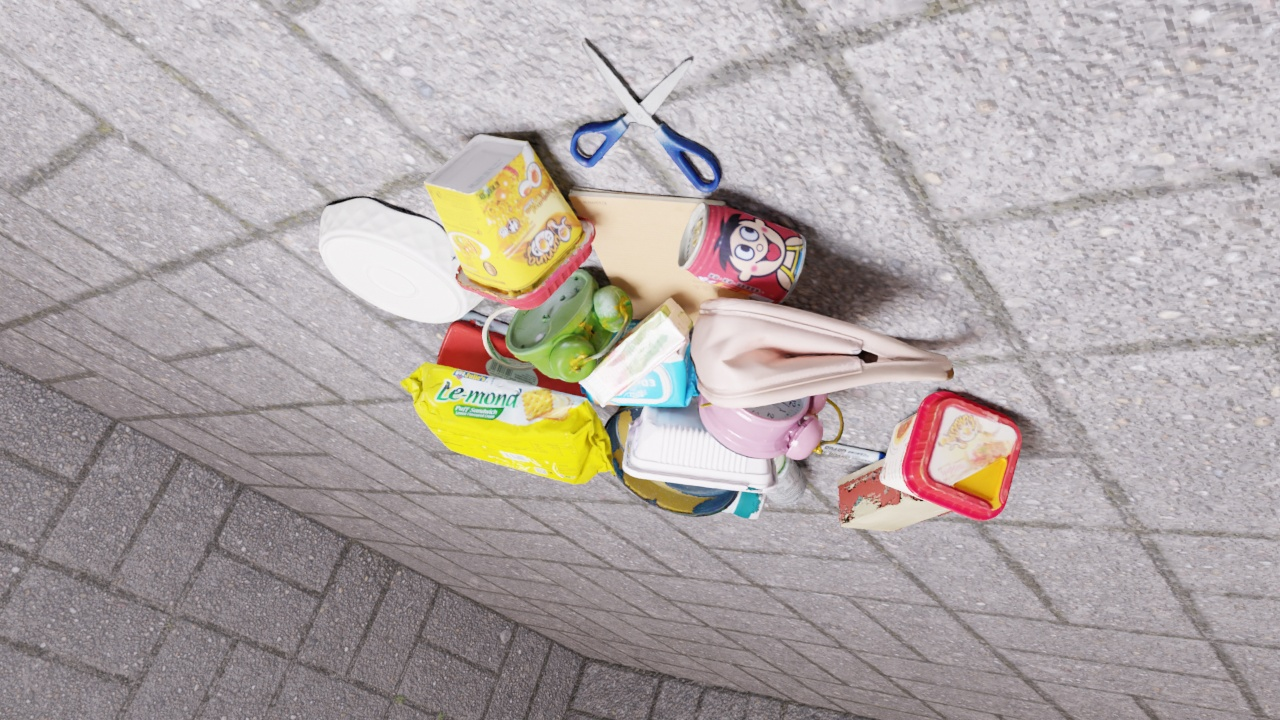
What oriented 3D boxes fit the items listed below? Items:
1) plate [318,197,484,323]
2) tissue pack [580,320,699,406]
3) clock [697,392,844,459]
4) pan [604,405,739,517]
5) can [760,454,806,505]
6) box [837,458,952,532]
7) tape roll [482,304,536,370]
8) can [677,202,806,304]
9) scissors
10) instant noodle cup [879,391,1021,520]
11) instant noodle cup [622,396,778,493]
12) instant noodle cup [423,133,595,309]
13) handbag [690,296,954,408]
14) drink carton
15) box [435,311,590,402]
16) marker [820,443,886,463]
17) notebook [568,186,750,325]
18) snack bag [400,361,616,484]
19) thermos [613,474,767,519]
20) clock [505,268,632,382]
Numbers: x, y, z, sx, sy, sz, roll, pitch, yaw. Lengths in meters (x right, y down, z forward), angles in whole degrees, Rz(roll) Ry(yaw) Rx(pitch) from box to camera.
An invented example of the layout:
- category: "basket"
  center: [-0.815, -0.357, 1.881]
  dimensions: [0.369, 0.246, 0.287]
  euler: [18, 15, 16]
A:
- category: "plate"
  center: [-0.279, -0.106, 1.062]
  dimensions: [0.205, 0.045, 0.205]
  euler: [16, 154, 8]
- category: "tissue pack"
  center: [-0.006, 0.006, 1.026]
  dimensions: [0.140, 0.063, 0.090]
  euler: [2, 132, 14]
- category: "clock"
  center: [0.143, 0.049, 0.989]
  dimensions: [0.158, 0.117, 0.060]
  euler: [20, 136, -3]
- category: "pan"
  center: [0.016, 0.072, 1.164]
  dimensions: [0.198, 0.078, 0.358]
  euler: [2, 128, 28]
- category: "can"
  center: [0.176, 0.147, 1.197]
  dimensions: [0.058, 0.058, 0.146]
  euler: [8, 163, 23]
- category: "box"
  center: [0.315, 0.173, 1.133]
  dimensions: [0.091, 0.077, 0.169]
  euler: [9, 157, -14]
- category: "tape roll"
  center: [-0.147, -0.028, 1.104]
  dimensions: [0.086, 0.013, 0.086]
  euler: [3, 119, 5]
- category: "can"
  center: [0.086, -0.092, 0.787]
  dimensions: [0.093, 0.066, 0.067]
  euler: [17, 156, -13]
- category: "scissors"
  center: [0.004, -0.187, 0.733]
  dimensions: [0.162, 0.012, 0.174]
  euler: [31, 151, -20]
- category: "instant noodle cup"
  center: [0.325, 0.105, 0.986]
  dimensions: [0.116, 0.116, 0.124]
  euler: [22, 167, -5]
- category: "instant noodle cup"
  center: [0.071, 0.087, 1.046]
  dimensions: [0.173, 0.137, 0.060]
  euler: [6, 112, 1]
- category: "instant noodle cup"
  center: [-0.121, -0.128, 0.824]
  dimensions: [0.116, 0.116, 0.124]
  euler: [21, 149, 39]
- category: "handbag"
  center: [0.167, -0.005, 0.837]
  dimensions: [0.234, 0.093, 0.193]
  euler: [3, -176, -4]
- category: "drink carton"
  center: [-0.003, -0.007, 0.947]
  dimensions: [0.123, 0.053, 0.045]
  euler: [-40, 95, 22]
- category: "box"
  center: [-0.152, 0.004, 1.180]
  dimensions: [0.201, 0.095, 0.098]
  euler: [22, -170, -4]
- category: "marker"
  center: [0.236, 0.111, 1.158]
  dimensions: [0.146, 0.016, 0.017]
  euler: [10, 154, 19]
- category: "notebook"
  center: [0.029, -0.094, 0.904]
  dimensions: [0.150, 0.012, 0.211]
  euler: [8, 153, 20]
- category: "snack bag"
  center: [-0.154, 0.082, 1.114]
  dimensions: [0.247, 0.068, 0.158]
  euler: [12, 155, 16]
- category: "thermos"
  center: [0.076, 0.173, 1.345]
  dimensions: [0.224, 0.073, 0.073]
  euler: [18, 155, 3]
- category: "clock"
  center: [-0.071, -0.034, 0.954]
  dimensions: [0.056, 0.116, 0.161]
  euler: [45, 162, -32]
